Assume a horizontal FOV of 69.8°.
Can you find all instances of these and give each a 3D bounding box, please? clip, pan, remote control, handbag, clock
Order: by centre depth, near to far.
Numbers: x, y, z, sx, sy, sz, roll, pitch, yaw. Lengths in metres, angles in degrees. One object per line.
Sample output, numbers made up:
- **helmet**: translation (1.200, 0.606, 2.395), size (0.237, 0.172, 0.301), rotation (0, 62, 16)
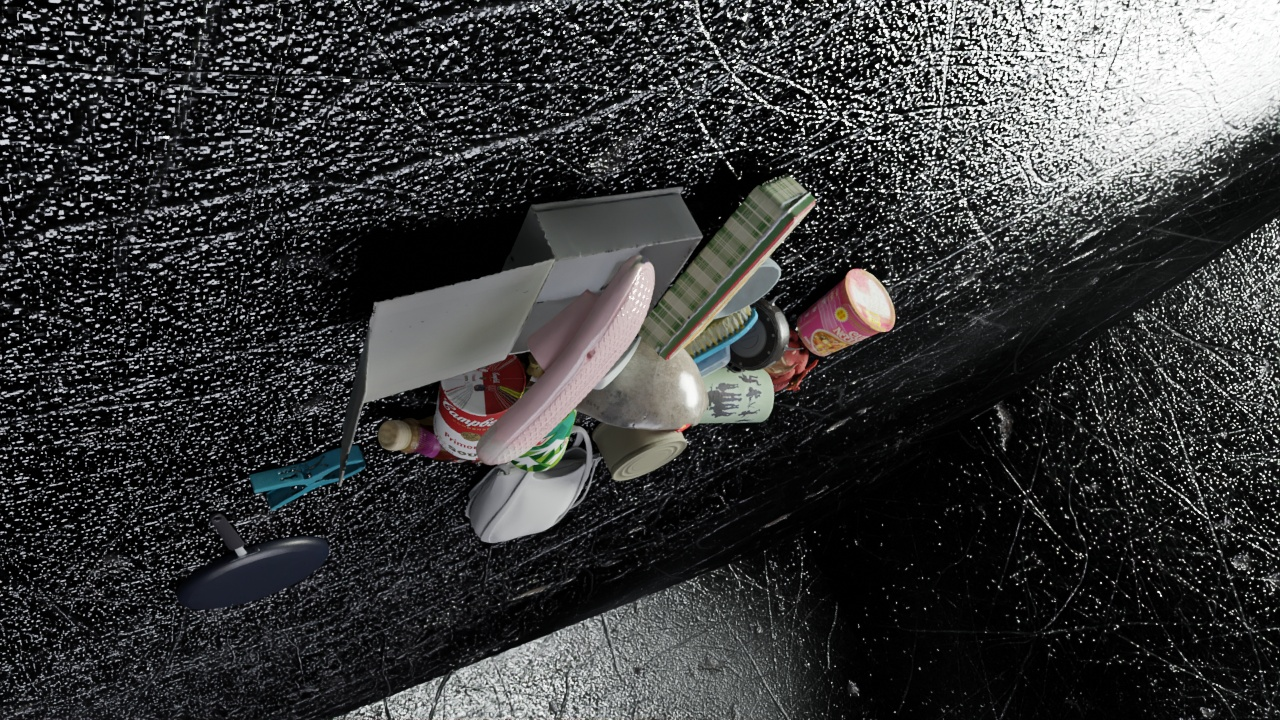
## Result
- **remote control**: translation (-0.035, -0.019, 0.954), size (0.114, 0.060, 0.028), rotation (-57, 174, -38)
- **clip**: translation (-0.373, 0.133, 1.044), size (0.119, 0.027, 0.102), rotation (-21, 162, -13)
- **clock**: translation (0.140, -0.032, 1.169), size (0.123, 0.091, 0.043), rotation (-20, 176, 34)
- **pan**: translation (-0.512, 0.259, 1.189), size (0.198, 0.021, 0.357), rotation (-19, 158, -20)
- **handbag**: translation (-0.144, 0.168, 1.371), size (0.215, 0.095, 0.223), rotation (-4, 137, -48)

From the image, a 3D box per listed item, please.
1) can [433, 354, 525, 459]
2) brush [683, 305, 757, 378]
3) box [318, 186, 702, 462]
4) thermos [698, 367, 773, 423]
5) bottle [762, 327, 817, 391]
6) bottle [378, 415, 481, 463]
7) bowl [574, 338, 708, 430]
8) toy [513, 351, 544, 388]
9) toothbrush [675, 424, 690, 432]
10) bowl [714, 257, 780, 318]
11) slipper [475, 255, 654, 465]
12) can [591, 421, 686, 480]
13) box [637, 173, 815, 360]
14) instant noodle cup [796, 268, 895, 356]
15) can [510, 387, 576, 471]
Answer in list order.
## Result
- **can**: translation (-0.173, 0.045, 0.978), size (0.086, 0.086, 0.117), rotation (-17, 157, -24)
- **brush**: translation (0.086, -0.024, 1.138), size (0.136, 0.055, 0.075), rotation (-29, 127, 8)
- **box**: translation (-0.118, -0.046, 0.807), size (0.367, 0.098, 0.166), rotation (-21, 160, -34)
- **thermos**: translation (0.059, 0.043, 1.221), size (0.231, 0.082, 0.083), rotation (1, 150, -24)
- **bottle**: translation (0.200, 0.003, 1.319), size (0.099, 0.099, 0.111), rotation (-23, 164, -9)
- **bottle**: translation (-0.229, 0.088, 1.054), size (0.060, 0.059, 0.165), rotation (-35, 158, 23)
- **bowl**: translation (-0.006, 0.006, 1.028), size (0.178, 0.178, 0.081), rotation (-7, 116, -42)
- **toy**: translation (-0.097, -0.016, 0.968), size (0.100, 0.076, 0.062), rotation (-64, 173, 24)
- **toothbrush**: translation (0.084, 0.089, 1.425), size (0.018, 0.012, 0.212), rotation (-32, 176, 15)
- **bowl**: translation (0.104, -0.093, 1.047), size (0.106, 0.039, 0.106), rotation (-23, 160, -9)
- **slipper**: translation (-0.063, 0.001, 0.769), size (0.222, 0.055, 0.106), rotation (-50, 167, 10)
- **can**: translation (-0.001, 0.121, 1.391), size (0.127, 0.073, 0.128), rotation (-23, 160, -9)
- **box**: translation (0.087, -0.094, 0.924), size (0.206, 0.051, 0.117), rotation (-48, 173, 28)
- **instant noodle cup**: translation (0.280, -0.059, 1.279), size (0.097, 0.097, 0.109), rotation (-7, 159, -43)
- **can**: translation (-0.124, 0.073, 1.113), size (0.083, 0.083, 0.144), rotation (-19, 159, -20)
